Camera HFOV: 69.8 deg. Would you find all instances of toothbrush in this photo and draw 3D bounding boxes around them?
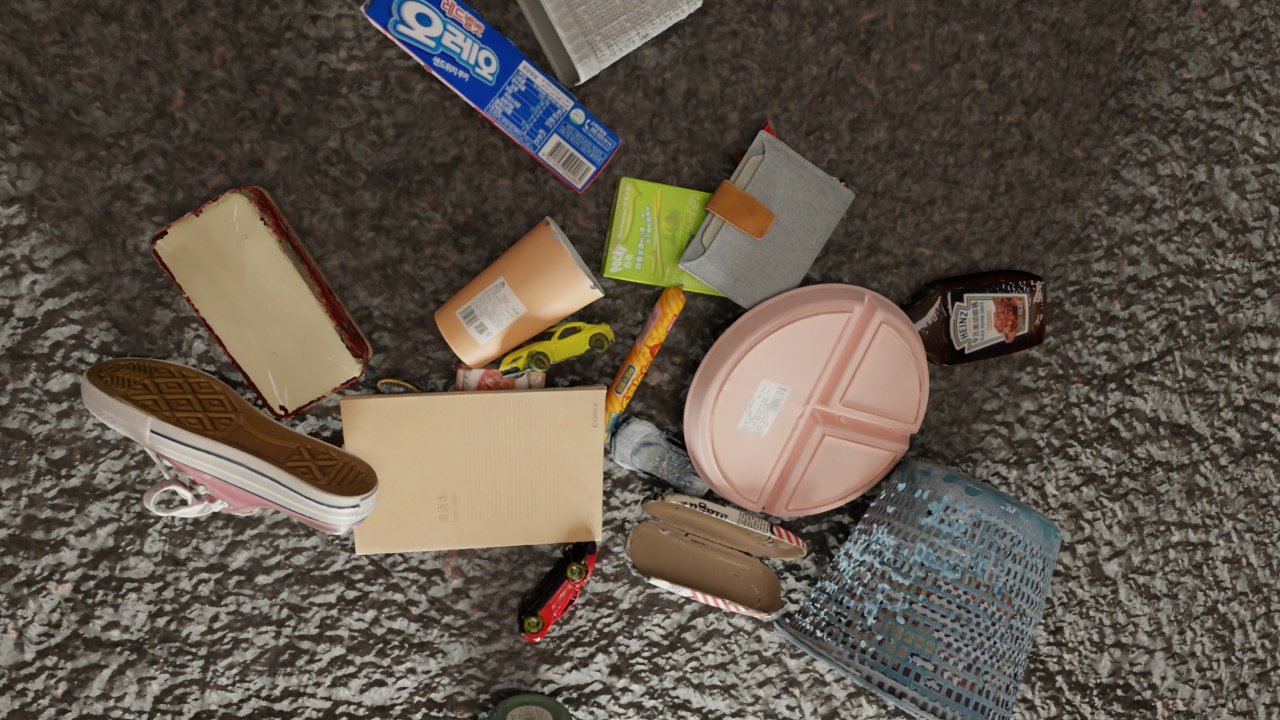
[{"bbox_3d":[-0.123,0.045,0.761,0.191,0.018,0.016,17,101,-14],"label":"toothbrush"}]

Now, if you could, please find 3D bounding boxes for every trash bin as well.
[{"bbox_3d":[0.263,0.205,0.817,0.226,0.227,0.195,30,84,-16],"label":"trash bin"}]

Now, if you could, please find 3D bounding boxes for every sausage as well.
[{"bbox_3d":[-0.005,0.005,0.790,0.021,0.021,0.165,25,108,-16],"label":"sausage"}]

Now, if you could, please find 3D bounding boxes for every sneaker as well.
[{"bbox_3d":[-0.324,0.080,0.712,0.241,0.118,0.088,26,111,-1],"label":"sneaker"}]

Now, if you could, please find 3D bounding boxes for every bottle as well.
[{"bbox_3d":[0.269,-0.033,0.832,0.195,0.044,0.080,-10,109,-7],"label":"bottle"}]

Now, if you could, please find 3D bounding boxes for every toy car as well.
[{"bbox_3d":[-0.072,0.204,0.823,0.031,0.049,0.106,36,95,-17],"label":"toy car"},{"bbox_3d":[-0.070,-0.011,0.755,0.105,0.048,0.032,-21,94,-35],"label":"toy car"},{"bbox_3d":[0.022,0.087,0.821,0.105,0.031,0.049,27,97,-15],"label":"toy car"}]

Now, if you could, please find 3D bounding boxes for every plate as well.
[{"bbox_3d":[0.150,0.044,0.801,0.229,0.028,0.230,-6,118,-12],"label":"plate"}]

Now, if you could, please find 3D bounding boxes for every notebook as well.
[{"bbox_3d":[-0.134,0.093,0.766,0.211,0.012,0.150,-2,114,-9],"label":"notebook"}]

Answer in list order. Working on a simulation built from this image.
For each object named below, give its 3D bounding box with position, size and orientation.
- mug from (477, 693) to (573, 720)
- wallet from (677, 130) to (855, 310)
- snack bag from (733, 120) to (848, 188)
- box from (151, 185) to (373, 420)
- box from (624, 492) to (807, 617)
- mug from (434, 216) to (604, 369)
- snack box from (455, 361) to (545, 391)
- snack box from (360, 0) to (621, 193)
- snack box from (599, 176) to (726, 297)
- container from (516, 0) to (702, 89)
[{"bbox_3d":[-0.117,0.368,0.846,0.112,0.082,0.106,9,104,19],"label":"mug"},{"bbox_3d":[0.103,-0.109,0.756,0.106,0.037,0.130,31,95,-17],"label":"wallet"},{"bbox_3d":[0.130,-0.159,0.783,0.105,0.026,0.045,32,93,-19],"label":"snack bag"},{"bbox_3d":[-0.285,-0.045,0.705,0.091,0.078,0.168,-30,108,-2],"label":"box"},{"bbox_3d":[0.071,0.168,0.827,0.162,0.075,0.087,22,128,-13],"label":"box"},{"bbox_3d":[-0.101,-0.050,0.743,0.123,0.078,0.078,-35,107,4],"label":"mug"},{"bbox_3d":[-0.125,0.078,0.794,0.075,0.025,0.153,4,103,-11],"label":"snack box"},{"bbox_3d":[-0.112,-0.215,0.706,0.207,0.058,0.057,38,94,-17],"label":"snack box"},{"bbox_3d":[0.049,-0.101,0.781,0.156,0.026,0.086,8,102,-13],"label":"snack box"},{"bbox_3d":[-0.024,-0.276,0.693,0.114,0.090,0.090,-31,108,-5],"label":"container"}]
